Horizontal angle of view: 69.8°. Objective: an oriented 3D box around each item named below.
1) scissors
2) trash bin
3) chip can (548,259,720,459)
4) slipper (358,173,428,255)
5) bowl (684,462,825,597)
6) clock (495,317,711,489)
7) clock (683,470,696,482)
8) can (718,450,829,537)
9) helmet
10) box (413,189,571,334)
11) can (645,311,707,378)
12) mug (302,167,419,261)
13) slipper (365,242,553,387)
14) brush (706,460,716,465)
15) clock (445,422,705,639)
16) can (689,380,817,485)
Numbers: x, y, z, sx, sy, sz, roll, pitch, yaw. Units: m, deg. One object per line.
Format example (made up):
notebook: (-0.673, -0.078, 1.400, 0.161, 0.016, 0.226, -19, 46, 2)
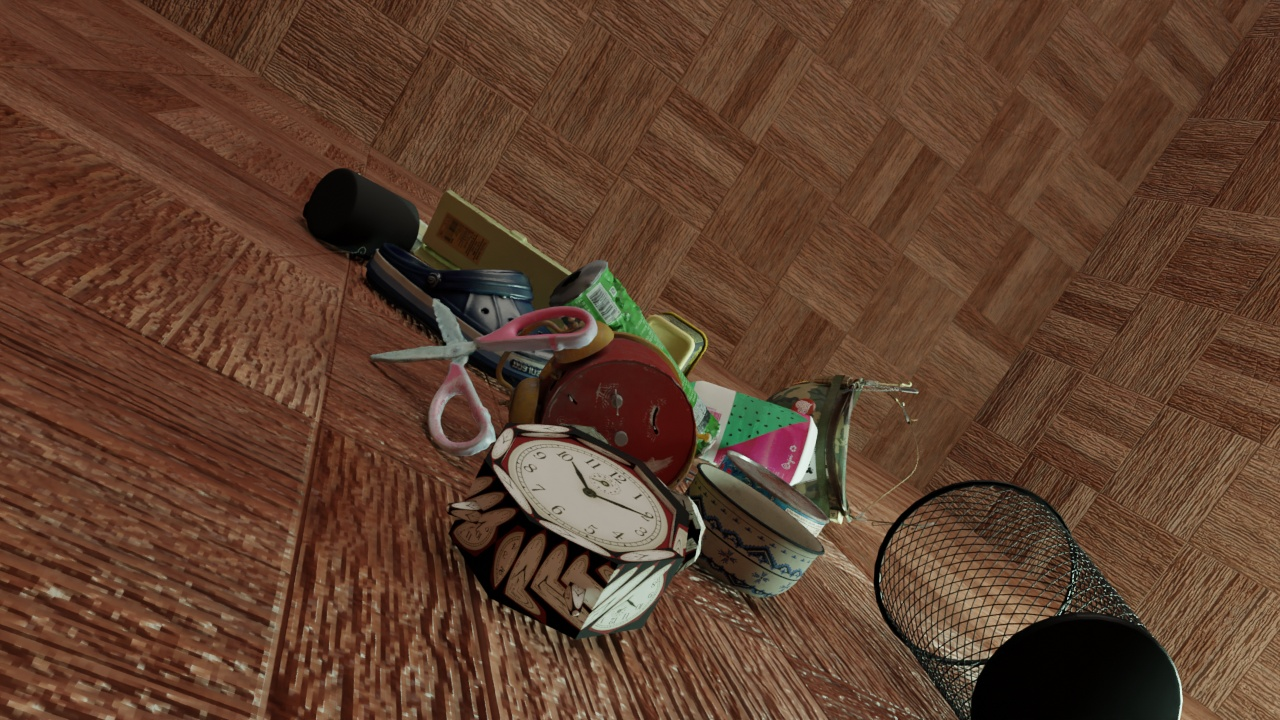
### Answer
scissors: (-0.116, 0.006, 0.614, 0.171, 0.167, 0.014, -3, -45, 18)
trash bin: (0.305, 0.219, 0.739, 0.184, 0.184, 0.210, 33, 11, -7)
chip can: (-0.005, 0.004, 0.934, 0.223, 0.075, 0.075, 54, -2, -20)
slipper: (-0.278, -0.148, 1.165, 0.114, 0.054, 0.272, 33, -5, 26)
bowl: (0.076, 0.136, 0.703, 0.115, 0.059, 0.115, 33, 6, -4)
clock: (-0.031, 0.036, 0.662, 0.159, 0.117, 0.081, 39, 8, -17)
clock: (-0.009, 0.080, 0.779, 0.123, 0.044, 0.091, 36, 6, 22)
can: (0.135, 0.151, 0.982, 0.130, 0.044, 0.130, 33, 6, -4)
helmet: (0.261, 0.115, 1.201, 0.236, 0.192, 0.224, 7, -7, -2)
box: (-0.158, -0.079, 0.985, 0.188, 0.141, 0.048, 36, 37, 6)
can: (0.014, 0.010, 1.083, 0.072, 0.131, 0.101, 34, 8, 7)
mug: (-0.308, -0.152, 0.982, 0.114, 0.078, 0.088, 5, -12, 34)
slipper: (-0.151, -0.051, 0.873, 0.253, 0.095, 0.105, 31, 3, 14)
brush: (0.101, 0.122, 1.217, 0.033, 0.012, 0.217, 35, 5, 14)
clock: (-0.029, 0.086, 0.483, 0.115, 0.065, 0.154, 35, 21, 18)
can: (0.118, 0.085, 1.082, 0.166, 0.088, 0.088, 18, 5, 4)
